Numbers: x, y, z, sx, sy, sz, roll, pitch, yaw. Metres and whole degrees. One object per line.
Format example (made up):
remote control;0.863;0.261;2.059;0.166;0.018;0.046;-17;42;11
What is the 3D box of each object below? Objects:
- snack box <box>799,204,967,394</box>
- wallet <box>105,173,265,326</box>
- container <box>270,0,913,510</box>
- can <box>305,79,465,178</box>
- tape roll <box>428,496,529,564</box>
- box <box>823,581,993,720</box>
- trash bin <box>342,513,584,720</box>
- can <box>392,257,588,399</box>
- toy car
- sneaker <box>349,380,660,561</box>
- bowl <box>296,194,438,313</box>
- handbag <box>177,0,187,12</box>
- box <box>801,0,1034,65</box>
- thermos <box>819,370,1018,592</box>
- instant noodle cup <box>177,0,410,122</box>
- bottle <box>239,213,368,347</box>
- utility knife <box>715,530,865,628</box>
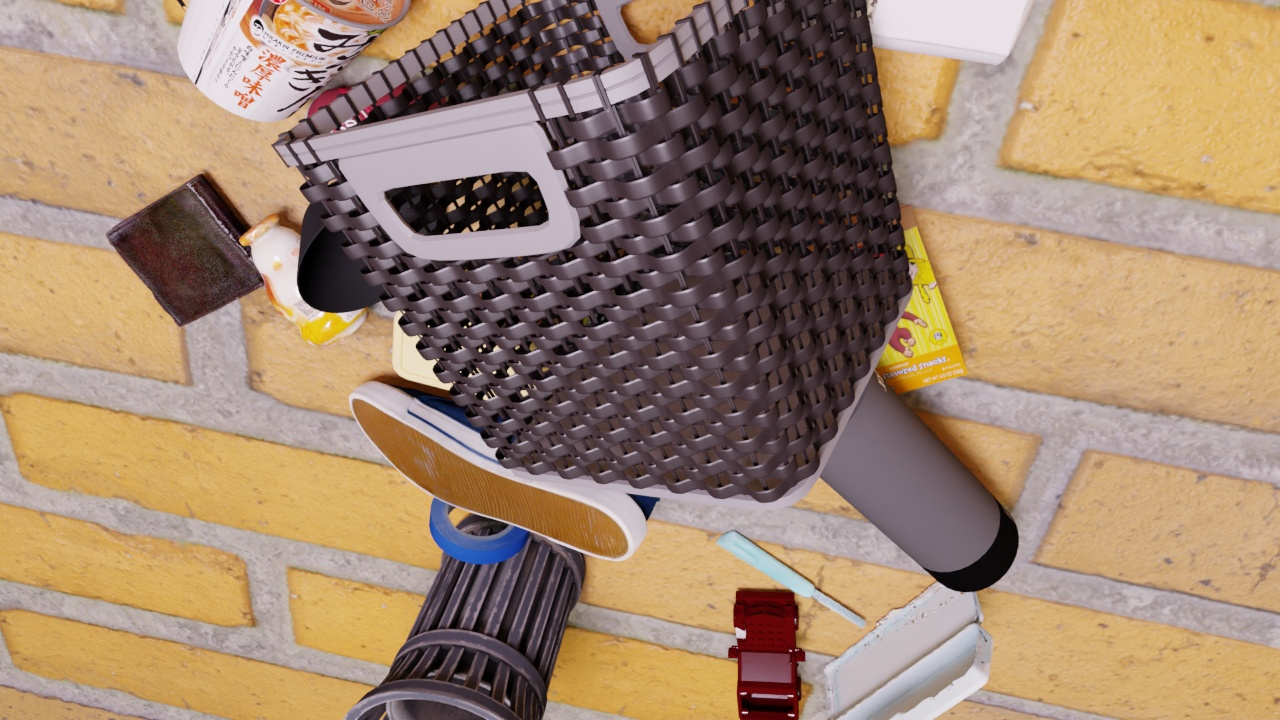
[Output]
snack box;0.178;-0.038;0.681;0.088;0.040;0.126;-18;117;20
wallet;-0.371;-0.089;0.759;0.120;0.031;0.099;-21;113;24
container;0.001;-0.085;0.534;0.248;0.244;0.244;2;129;37
can;-0.173;-0.164;0.653;0.114;0.063;0.063;-1;121;11
tape roll;-0.142;0.141;0.819;0.091;0.092;0.016;23;124;15
box;0.230;0.282;0.813;0.043;0.135;0.198;36;121;-6
trash bin;-0.138;0.254;0.809;0.164;0.226;0.164;5;122;7
can;-0.113;-0.026;0.704;0.131;0.100;0.073;14;126;1
toy car;0.123;0.303;0.891;0.070;0.061;0.170;-1;121;11
sneaker;-0.108;0.058;0.777;0.295;0.127;0.121;16;137;21
bowl;-0.215;-0.099;0.693;0.052;0.123;0.124;48;123;19
handbag;-0.354;-0.321;0.596;0.170;0.067;0.145;21;123;5
box;0.152;-0.222;0.543;0.161;0.091;0.081;10;140;7
thermos;0.198;0.089;0.697;0.082;0.082;0.240;-32;126;26
instant noodle cup;-0.236;-0.228;0.600;0.123;0.123;0.122;43;128;-16
bottle;-0.269;-0.064;0.733;0.063;0.063;0.109;-26;114;24
utility knife;0.144;0.208;0.854;0.168;0.015;0.022;34;122;-9
